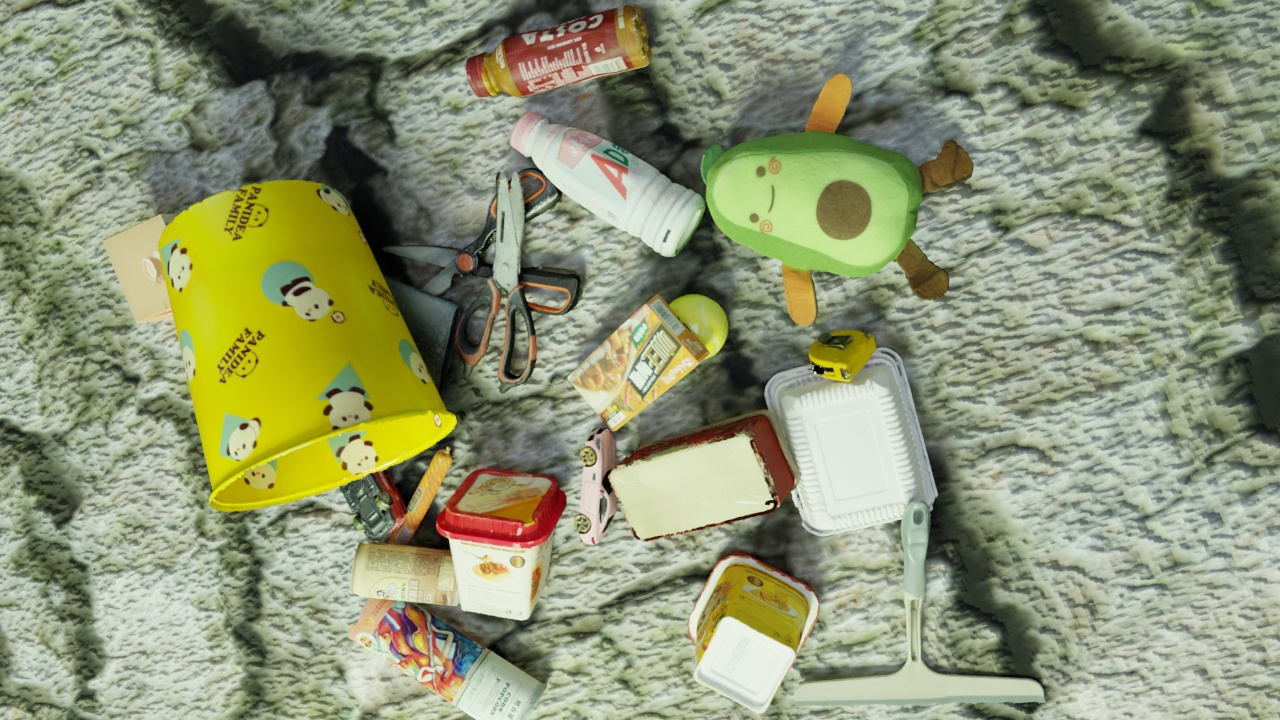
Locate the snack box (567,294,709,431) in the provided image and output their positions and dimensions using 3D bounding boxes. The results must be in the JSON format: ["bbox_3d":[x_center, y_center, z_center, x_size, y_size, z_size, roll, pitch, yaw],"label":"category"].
[{"bbox_3d":[-0.005,0.005,0.893,0.075,0.026,0.154,49,135,0],"label":"snack box"}]

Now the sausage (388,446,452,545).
[{"bbox_3d":[-0.245,0.163,1.007,0.021,0.021,0.165,31,104,5],"label":"sausage"}]

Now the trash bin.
[{"bbox_3d":[-0.329,-0.016,0.882,0.230,0.229,0.255,-26,79,14],"label":"trash bin"}]

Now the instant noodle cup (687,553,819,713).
[{"bbox_3d":[0.107,0.270,0.901,0.116,0.123,0.116,26,103,7],"label":"instant noodle cup"}]

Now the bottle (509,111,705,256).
[{"bbox_3d":[-0.035,-0.175,0.885,0.197,0.068,0.068,32,104,7],"label":"bottle"}]

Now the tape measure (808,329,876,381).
[{"bbox_3d":[0.188,-0.009,0.869,0.057,0.059,0.029,10,132,45],"label":"tape measure"}]

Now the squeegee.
[{"bbox_3d":[0.267,0.231,0.892,0.247,0.039,0.247,-4,115,8],"label":"squeegee"}]

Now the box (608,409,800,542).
[{"bbox_3d":[0.055,0.114,0.883,0.169,0.079,0.091,-20,96,33],"label":"box"}]

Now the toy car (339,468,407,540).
[{"bbox_3d":[-0.298,0.137,1.000,0.053,0.045,0.120,-39,75,20],"label":"toy car"}]

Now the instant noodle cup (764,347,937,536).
[{"bbox_3d":[0.202,0.085,0.884,0.138,0.060,0.173,-15,95,14],"label":"instant noodle cup"}]

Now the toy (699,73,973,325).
[{"bbox_3d":[0.172,-0.143,0.836,0.247,0.090,0.227,9,95,7],"label":"toy"}]

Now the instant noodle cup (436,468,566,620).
[{"bbox_3d":[-0.141,0.192,0.951,0.117,0.116,0.124,6,113,10],"label":"instant noodle cup"}]

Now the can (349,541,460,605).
[{"bbox_3d":[-0.247,0.229,0.985,0.116,0.058,0.058,8,101,-7],"label":"can"}]

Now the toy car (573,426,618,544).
[{"bbox_3d":[-0.042,0.129,0.943,0.037,0.056,0.122,7,101,14],"label":"toy car"}]

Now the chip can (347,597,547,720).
[{"bbox_3d":[-0.211,0.330,1.004,0.215,0.071,0.071,31,104,6],"label":"chip can"}]

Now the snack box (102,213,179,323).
[{"bbox_3d":[-0.491,-0.100,0.975,0.077,0.094,0.093,-19,95,13],"label":"snack box"}]

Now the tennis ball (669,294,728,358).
[{"bbox_3d":[0.052,-0.032,0.891,0.065,0.065,0.065,2,100,11],"label":"tennis ball"}]

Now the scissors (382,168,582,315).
[{"bbox_3d":[-0.157,-0.111,0.945,0.221,0.021,0.225,29,105,10],"label":"scissors"}]

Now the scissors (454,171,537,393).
[{"bbox_3d":[-0.149,-0.079,0.927,0.195,0.015,0.206,-30,92,23],"label":"scissors"}]

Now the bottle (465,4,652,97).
[{"bbox_3d":[-0.080,-0.291,0.877,0.175,0.057,0.057,-10,97,13],"label":"bottle"}]

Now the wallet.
[{"bbox_3d":[-0.245,-0.019,0.972,0.097,0.019,0.121,21,109,14],"label":"wallet"}]
